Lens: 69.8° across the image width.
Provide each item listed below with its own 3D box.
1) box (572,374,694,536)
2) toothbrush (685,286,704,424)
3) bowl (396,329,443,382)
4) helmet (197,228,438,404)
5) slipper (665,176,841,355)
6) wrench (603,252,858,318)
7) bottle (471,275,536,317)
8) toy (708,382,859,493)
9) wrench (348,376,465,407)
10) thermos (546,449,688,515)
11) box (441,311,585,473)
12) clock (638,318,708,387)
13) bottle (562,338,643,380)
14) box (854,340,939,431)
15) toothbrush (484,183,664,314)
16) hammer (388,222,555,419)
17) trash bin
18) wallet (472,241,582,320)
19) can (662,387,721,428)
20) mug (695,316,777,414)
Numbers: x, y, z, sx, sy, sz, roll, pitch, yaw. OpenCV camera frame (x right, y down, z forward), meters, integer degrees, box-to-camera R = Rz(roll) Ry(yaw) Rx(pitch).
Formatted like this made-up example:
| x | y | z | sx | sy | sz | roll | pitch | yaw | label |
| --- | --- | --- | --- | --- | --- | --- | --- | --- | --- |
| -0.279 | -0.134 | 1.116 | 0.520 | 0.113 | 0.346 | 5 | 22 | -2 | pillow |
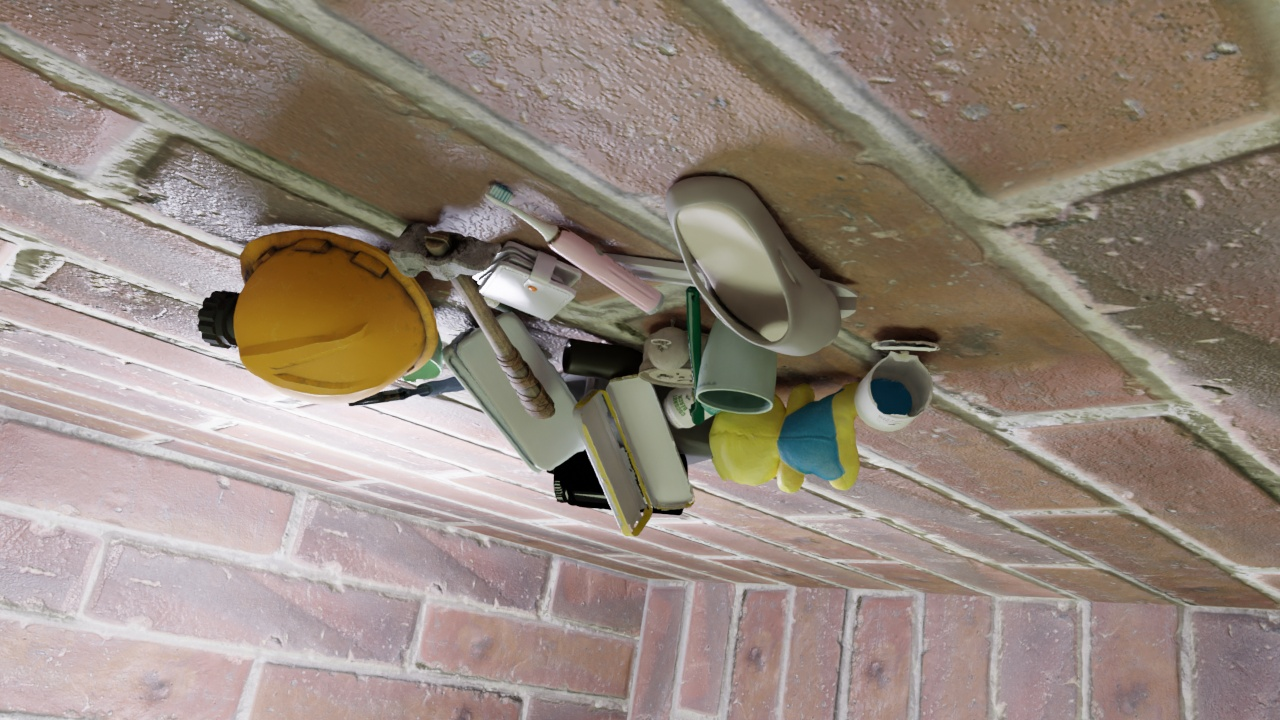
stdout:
| x | y | z | sx | sy | sz | roll | pitch | yaw | label |
| --- | --- | --- | --- | --- | --- | --- | --- | --- | --- |
| -0.009 | 0.122 | 1.184 | 0.117 | 0.210 | 0.057 | -26 | -156 | -12 | box |
| 0.061 | -0.003 | 1.027 | 0.016 | 0.017 | 0.190 | -10 | 128 | -7 | toothbrush |
| -0.319 | -0.033 | 1.171 | 0.151 | 0.077 | 0.151 | 9 | 161 | 3 | bowl |
| -0.366 | -0.027 | 1.014 | 0.256 | 0.131 | 0.206 | 8 | 129 | 16 | helmet |
| 0.102 | -0.060 | 0.844 | 0.113 | 0.080 | 0.266 | -5 | 147 | 29 | slipper |
| 0.083 | -0.079 | 0.938 | 0.273 | 0.018 | 0.087 | 8 | 161 | 10 | wrench |
| -0.163 | -0.071 | 1.064 | 0.106 | 0.025 | 0.025 | 24 | 156 | -36 | bottle |
| 0.181 | 0.095 | 1.186 | 0.214 | 0.149 | 0.084 | 2 | 172 | 31 | toy |
| -0.254 | 0.033 | 1.233 | 0.272 | 0.022 | 0.073 | -12 | -179 | -28 | wrench |
| -0.038 | 0.170 | 1.305 | 0.199 | 0.086 | 0.086 | 2 | 160 | 16 | thermos |
| -0.140 | 0.032 | 1.176 | 0.127 | 0.106 | 0.215 | -31 | 104 | 25 | box |
| 0.045 | -0.010 | 1.087 | 0.103 | 0.061 | 0.157 | 0 | 166 | 19 | clock |
| -0.007 | 0.007 | 1.184 | 0.184 | 0.045 | 0.045 | 9 | 162 | -19 | bottle |
| 0.290 | 0.026 | 1.044 | 0.083 | 0.092 | 0.166 | 12 | 170 | 7 | box |
| -0.060 | -0.106 | 0.892 | 0.222 | 0.026 | 0.027 | 32 | -166 | -36 | toothbrush |
| -0.159 | -0.028 | 1.015 | 0.122 | 0.048 | 0.319 | 13 | 149 | 25 | hammer |
| -0.010 | 0.081 | 1.318 | 0.219 | 0.097 | 0.192 | 16 | 160 | -22 | trash bin |
| -0.134 | -0.089 | 0.986 | 0.115 | 0.037 | 0.119 | 22 | 159 | -17 | wallet |
| 0.082 | 0.046 | 1.184 | 0.102 | 0.054 | 0.055 | -30 | 143 | 24 | can |
| 0.112 | 0.003 | 1.020 | 0.084 | 0.104 | 0.111 | 5 | 160 | 12 | mug |
